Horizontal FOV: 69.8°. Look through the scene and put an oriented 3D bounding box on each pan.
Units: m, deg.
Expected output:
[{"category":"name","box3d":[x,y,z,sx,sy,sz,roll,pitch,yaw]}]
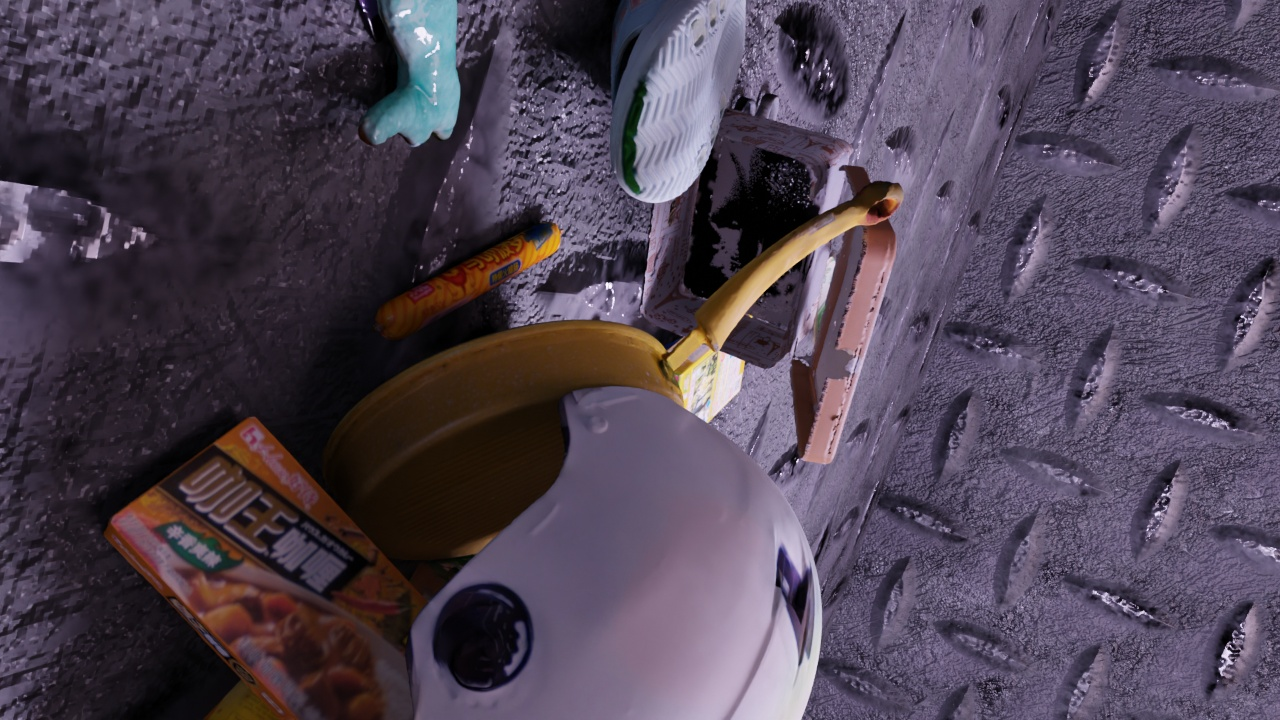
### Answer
[{"category":"pan","box3d":[-0.003,0.003,0.510,0.357,0.078,0.198,-24,155,1]}]

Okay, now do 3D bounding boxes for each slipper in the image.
[{"category":"slipper","box3d":[0.019,-0.199,0.589,0.244,0.074,0.104,-68,161,-44]}]

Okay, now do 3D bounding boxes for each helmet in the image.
[{"category":"helmet","box3d":[0.001,0.154,0.437,0.258,0.146,0.229,-60,161,-23]}]

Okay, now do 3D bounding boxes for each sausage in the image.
[{"category":"sausage","box3d":[-0.094,-0.049,0.532,0.164,0.021,0.021,-39,144,-48]}]

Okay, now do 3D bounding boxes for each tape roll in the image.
[{"category":"tape roll","box3d":[0.155,-0.045,0.741,0.086,0.014,0.086,111,-14,-90]}]

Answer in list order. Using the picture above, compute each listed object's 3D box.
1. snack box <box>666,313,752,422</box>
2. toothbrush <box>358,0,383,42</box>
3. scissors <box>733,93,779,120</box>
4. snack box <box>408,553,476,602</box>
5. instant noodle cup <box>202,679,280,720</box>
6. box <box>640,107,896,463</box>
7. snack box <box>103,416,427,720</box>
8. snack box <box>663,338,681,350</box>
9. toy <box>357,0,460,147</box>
[{"category":"snack box","box3d":[0.053,0.016,0.817,0.140,0.034,0.087,-41,144,-50]},{"category":"toothbrush","box3d":[-0.122,-0.206,0.346,0.014,0.017,0.189,-58,156,-35]},{"category":"scissors","box3d":[0.092,-0.164,0.838,0.164,0.014,0.164,-58,155,-19]},{"category":"snack box","box3d":[-0.108,0.185,0.570,0.117,0.118,0.105,-59,157,-7]},{"category":"instant noodle cup","box3d":[-0.160,0.188,0.455,0.123,0.116,0.116,-55,179,-29]},{"category":"box","box3d":[0.105,-0.068,0.685,0.136,0.269,0.180,-10,126,-26]},{"category":"snack box","box3d":[-0.152,0.105,0.408,0.026,0.154,0.075,-32,-169,49]},{"category":"snack box","box3d":[0.015,0.061,0.851,0.084,0.026,0.157,-22,130,-59]},{"category":"toy","box3d":[-0.102,-0.139,0.422,0.096,0.030,0.092,-60,158,-50]}]
